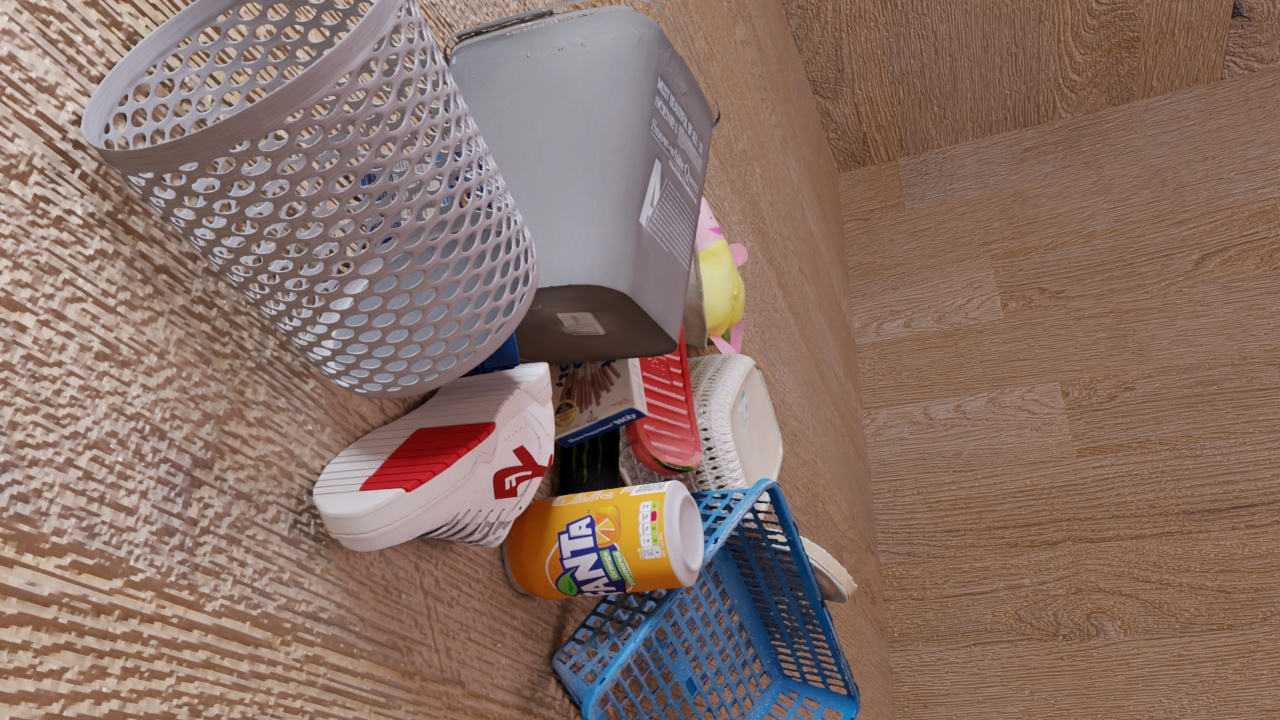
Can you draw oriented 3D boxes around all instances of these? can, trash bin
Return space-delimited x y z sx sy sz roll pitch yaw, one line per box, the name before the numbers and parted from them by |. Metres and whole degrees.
can | -0.045 0.103 0.809 0.054 0.054 0.137 46 39 -57
trash bin | -0.151 -0.088 0.475 0.183 0.157 0.156 62 26 -45
trash bin | -0.052 -0.127 0.732 0.197 0.198 0.219 40 50 -60
can | -0.028 0.140 0.707 0.079 0.143 0.079 -10 90 -70

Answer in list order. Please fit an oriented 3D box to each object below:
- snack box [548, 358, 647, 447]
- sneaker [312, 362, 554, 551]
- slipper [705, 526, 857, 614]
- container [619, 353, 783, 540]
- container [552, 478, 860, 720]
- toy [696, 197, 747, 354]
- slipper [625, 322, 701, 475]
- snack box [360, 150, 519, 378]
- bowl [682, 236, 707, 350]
snack box | -0.044 -0.007 0.795 0.026 0.082 0.149 40 35 -53
sneaker | -0.116 0.082 0.599 0.236 0.090 0.104 -52 135 -69
slipper | 0.120 0.219 0.968 0.053 0.273 0.114 -43 101 -26
container | 0.058 0.090 0.965 0.185 0.143 0.251 69 21 -13
container | 0.068 0.302 0.844 0.256 0.089 0.362 -45 129 -29
toy | 0.088 -0.106 1.232 0.189 0.088 0.238 -34 108 -47
slipper | -0.005 0.005 0.848 0.103 0.059 0.248 23 42 -34
snack box | -0.134 -0.062 0.612 0.027 0.082 0.150 167 -86 -71
bowl | 0.030 -0.101 1.036 0.219 0.060 0.188 81 0 -69
